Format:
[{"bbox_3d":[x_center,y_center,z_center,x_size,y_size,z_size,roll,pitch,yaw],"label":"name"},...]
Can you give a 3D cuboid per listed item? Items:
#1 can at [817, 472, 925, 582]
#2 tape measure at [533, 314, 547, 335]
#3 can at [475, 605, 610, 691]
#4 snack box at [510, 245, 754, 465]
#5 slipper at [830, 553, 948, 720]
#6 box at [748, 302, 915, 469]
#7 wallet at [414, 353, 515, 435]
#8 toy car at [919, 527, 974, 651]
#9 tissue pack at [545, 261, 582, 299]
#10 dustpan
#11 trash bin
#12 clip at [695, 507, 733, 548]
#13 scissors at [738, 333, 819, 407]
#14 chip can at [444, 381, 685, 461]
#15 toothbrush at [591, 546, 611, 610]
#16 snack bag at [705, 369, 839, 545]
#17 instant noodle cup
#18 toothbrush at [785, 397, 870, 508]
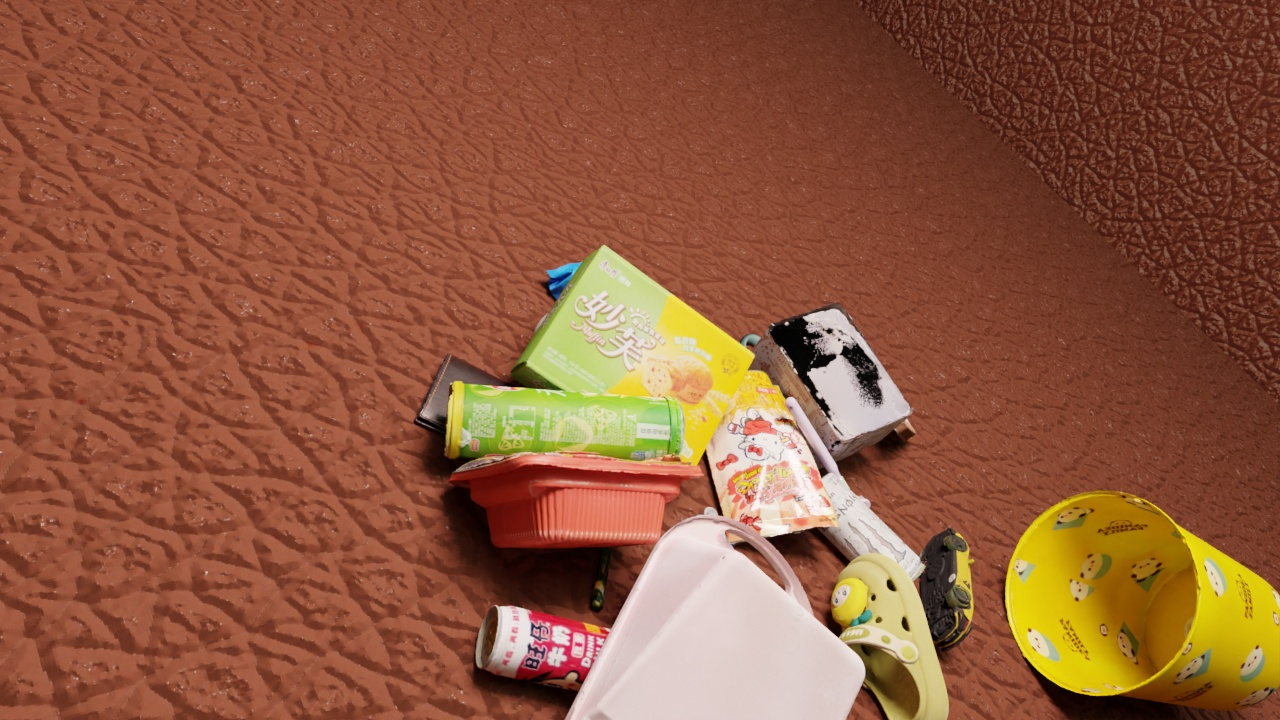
[{"bbox_3d":[0.247,0.196,1.034,0.146,0.058,0.058,46,37,14],"label":"can"},{"bbox_3d":[-0.083,-0.025,1.009,0.065,0.066,0.033,3,27,-40],"label":"tape measure"},{"bbox_3d":[-0.062,0.236,0.740,0.132,0.053,0.053,20,38,-21],"label":"can"},{"bbox_3d":[-0.006,0.006,0.959,0.210,0.070,0.157,35,69,-12],"label":"snack box"},{"bbox_3d":[0.237,0.279,0.908,0.081,0.092,0.190,9,46,-28],"label":"slipper"},{"bbox_3d":[0.268,0.027,1.182,0.273,0.124,0.178,-4,58,-50],"label":"box"},{"bbox_3d":[-0.152,0.052,0.910,0.122,0.020,0.096,28,41,-13],"label":"wallet"},{"bbox_3d":[0.346,0.254,1.038,0.041,0.071,0.155,30,35,-5],"label":"toy car"},{"bbox_3d":[-0.039,-0.067,1.108,0.094,0.052,0.157,-18,61,-49],"label":"tissue pack"},{"bbox_3d":[0.065,0.268,0.774,0.222,0.139,0.272,45,71,-12],"label":"dustpan"},{"bbox_3d":[0.612,0.298,1.087,0.255,0.230,0.229,22,37,-27],"label":"trash bin"},{"bbox_3d":[0.076,0.181,0.950,0.024,0.030,0.057,-8,64,-41],"label":"clip"},{"bbox_3d":[0.207,0.033,1.224,0.179,0.019,0.172,8,42,-34],"label":"scissors"},{"bbox_3d":[-0.069,0.062,0.856,0.221,0.073,0.072,5,43,-12],"label":"chip can"},{"bbox_3d":[-0.027,0.162,0.886,0.185,0.017,0.012,-81,148,-51],"label":"toothbrush"},{"bbox_3d":[0.135,0.110,1.030,0.128,0.073,0.207,-5,47,-10],"label":"snack bag"},{"bbox_3d":[-0.056,0.124,0.805,0.188,0.165,0.079,7,74,-32],"label":"instant noodle cup"},{"bbox_3d":[0.215,0.110,1.060,0.189,0.029,0.021,53,46,-27],"label":"toothbrush"}]
